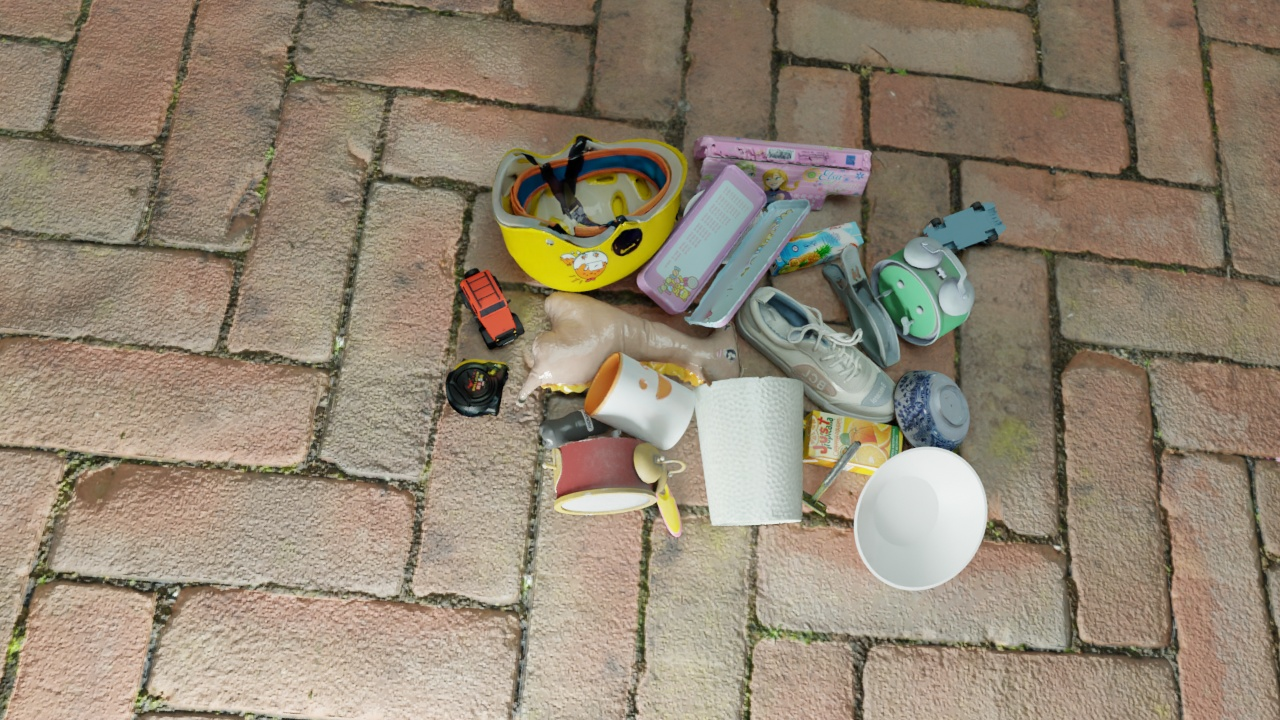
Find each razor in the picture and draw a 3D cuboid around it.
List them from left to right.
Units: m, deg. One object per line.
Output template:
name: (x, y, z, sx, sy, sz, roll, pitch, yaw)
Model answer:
razor: (0.232, 0.137, 1.105, 0.042, 0.026, 0.106, 34, 114, 5)

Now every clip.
clip: (0.284, -0.067, 1.191, 0.027, 0.090, 0.162, -22, 90, -14)

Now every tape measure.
tape measure: (-0.199, 0.033, 1.110, 0.072, 0.042, 0.071, 12, 73, -7)

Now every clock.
clock: (-0.027, 0.124, 1.058, 0.159, 0.117, 0.081, -7, 70, 6)
clock: (0.355, -0.090, 1.147, 0.075, 0.162, 0.122, -30, 78, -16)

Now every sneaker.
sneaker: (0.228, -0.007, 1.145, 0.242, 0.091, 0.089, 37, 71, 5)

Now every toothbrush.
toothbrush: (0.022, 0.149, 1.111, 0.021, 0.016, 0.135, -17, 75, -16)

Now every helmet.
helmet: (-0.058, -0.170, 1.130, 0.240, 0.140, 0.209, -13, 45, -10)

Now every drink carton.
drink carton: (0.231, -0.148, 1.214, 0.129, 0.044, 0.038, -16, 75, -9)
drink carton: (0.258, 0.104, 1.139, 0.122, 0.041, 0.058, 11, 72, -2)

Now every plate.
plate: (0.329, 0.187, 1.105, 0.174, 0.036, 0.174, -1, 97, -13)

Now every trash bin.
trash bin: (0.132, 0.111, 1.082, 0.133, 0.133, 0.161, -1, 78, -7)

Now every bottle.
bottle: (-0.068, 0.077, 1.113, 0.109, 0.036, 0.036, -17, 75, -11)

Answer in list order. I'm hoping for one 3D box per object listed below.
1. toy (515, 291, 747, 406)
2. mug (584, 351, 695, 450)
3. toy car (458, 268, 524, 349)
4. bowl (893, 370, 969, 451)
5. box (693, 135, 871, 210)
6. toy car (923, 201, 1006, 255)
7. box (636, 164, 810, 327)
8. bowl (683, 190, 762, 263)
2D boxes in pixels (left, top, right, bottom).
toy: (-0.007, 0.007, 1.136, 0.264, 0.065, 0.196, 21, 81, -7)
mug: (-0.001, 0.048, 1.075, 0.105, 0.082, 0.082, 27, 70, -18)
toy car: (-0.187, -0.066, 1.137, 0.051, 0.049, 0.100, -27, 78, -14)
bowl: (0.372, 0.060, 1.141, 0.114, 0.045, 0.114, 12, 67, -29)
box: (0.186, -0.246, 1.230, 0.230, 0.084, 0.091, 4, 100, -5)
toy car: (0.439, -0.175, 1.255, 0.108, 0.027, 0.060, -20, 76, -2)
box: (0.106, -0.138, 1.140, 0.140, 0.062, 0.213, 29, 69, 22)
bowl: (0.107, -0.170, 1.207, 0.110, 0.041, 0.109, 2, 72, -7)
